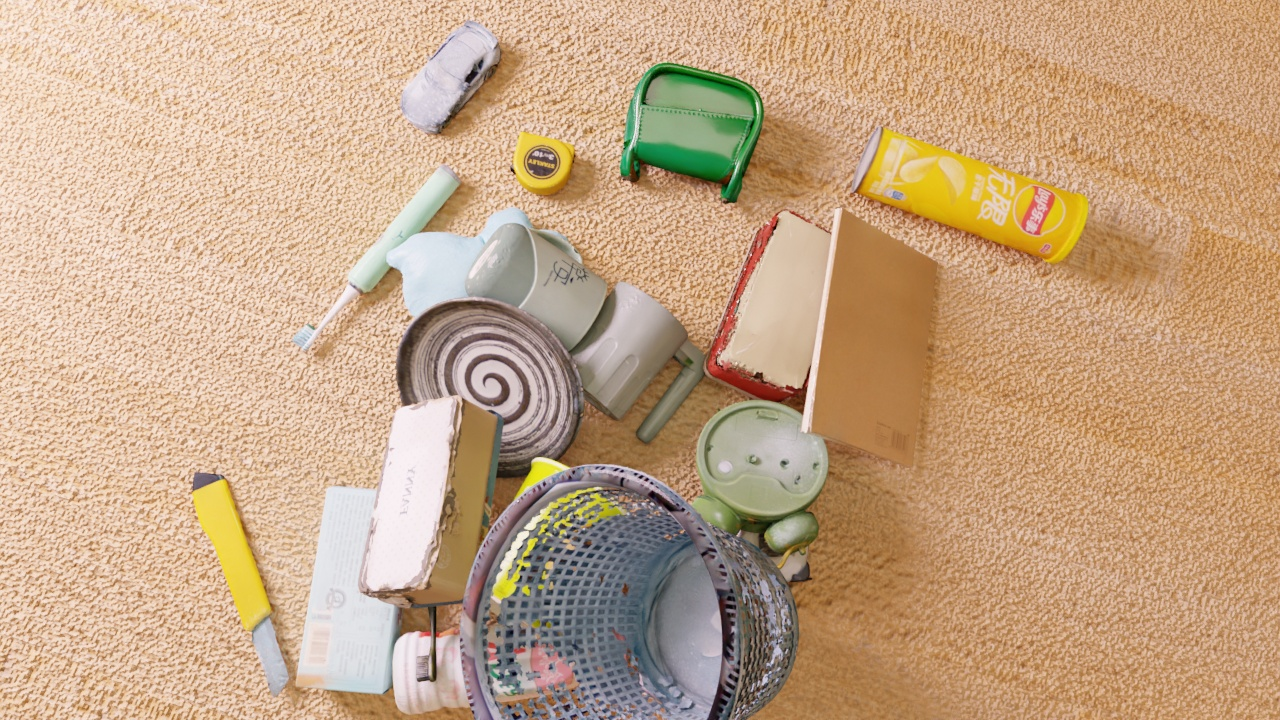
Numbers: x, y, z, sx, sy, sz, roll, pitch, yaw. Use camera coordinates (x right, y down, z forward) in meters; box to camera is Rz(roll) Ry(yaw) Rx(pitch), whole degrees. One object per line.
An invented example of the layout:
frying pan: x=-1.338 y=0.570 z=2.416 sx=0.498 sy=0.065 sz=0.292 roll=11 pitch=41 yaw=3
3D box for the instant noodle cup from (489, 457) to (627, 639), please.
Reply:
instant noodle cup: x=-0.082 y=0.165 z=0.781 sx=0.111 sy=0.112 sz=0.123 roll=35 pitch=66 yaw=4

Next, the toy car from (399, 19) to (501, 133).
toy car: x=-0.189 y=-0.282 z=0.912 sx=0.054 sy=0.037 sz=0.120 roll=36 pitch=83 yaw=4

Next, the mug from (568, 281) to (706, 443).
mug: x=-0.005 y=0.005 z=0.851 sx=0.124 sy=0.084 sz=0.103 roll=42 pitch=80 yaw=-20

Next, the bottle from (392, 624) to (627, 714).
bottle: x=-0.111 y=0.262 z=0.797 sx=0.197 sy=0.068 sz=0.068 roll=-4 pitch=79 yaw=-6

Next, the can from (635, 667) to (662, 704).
can: x=0.043 y=0.238 z=0.816 sx=0.053 sy=0.053 sz=0.134 roll=27 pitch=79 yaw=2

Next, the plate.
plate: x=-0.133 y=0.024 z=0.821 sx=0.179 sy=0.024 sz=0.180 roll=7 pitch=116 yaw=14

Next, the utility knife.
utility knife: x=-0.357 y=0.196 z=0.820 sx=0.033 sy=0.015 sz=0.215 roll=-23 pitch=79 yaw=-8

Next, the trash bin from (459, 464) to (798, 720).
trash bin: x=0.013 y=0.201 z=0.684 sx=0.227 sy=0.195 sz=0.226 roll=-8 pitch=74 yaw=31

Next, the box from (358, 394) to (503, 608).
box: x=-0.172 y=0.110 z=0.766 sx=0.090 sy=0.061 sz=0.184 roll=-12 pitch=56 yaw=33

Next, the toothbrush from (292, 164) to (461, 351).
toothbrush: x=-0.250 y=-0.097 z=0.878 sx=0.027 sy=0.026 sz=0.224 roll=41 pitch=79 yaw=-21

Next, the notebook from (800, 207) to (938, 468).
notebook: x=0.219 y=-0.018 z=0.854 sx=0.149 sy=0.012 sz=0.211 roll=20 pitch=75 yaw=-34

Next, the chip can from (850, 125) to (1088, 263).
chip can: x=0.319 y=-0.163 z=0.897 sx=0.213 sy=0.072 sz=0.072 roll=20 pitch=79 yaw=1

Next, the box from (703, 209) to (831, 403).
box: x=0.129 y=-0.052 z=0.848 sx=0.091 sy=0.077 sz=0.168 roll=25 pitch=71 yaw=-7

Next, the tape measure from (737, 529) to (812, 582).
tape measure: x=0.122 y=0.172 z=0.843 sx=0.066 sy=0.034 sz=0.065 roll=-2 pitch=78 yaw=-4

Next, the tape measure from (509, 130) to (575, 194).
tape measure: x=-0.096 y=-0.191 z=0.902 sx=0.060 sy=0.029 sz=0.057 roll=13 pitch=78 yaw=-1

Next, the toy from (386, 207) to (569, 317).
toy: x=-0.153 y=-0.081 z=0.869 sx=0.161 sy=0.050 sz=0.156 roll=32 pitch=73 yaw=-6

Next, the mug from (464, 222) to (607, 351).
mug: x=-0.092 y=-0.076 z=0.830 sx=0.106 sy=0.082 sz=0.111 roll=33 pitch=47 yaw=-19

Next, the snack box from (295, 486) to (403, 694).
snack box: x=-0.246 y=0.200 z=0.808 sx=0.074 sy=0.052 sz=0.174 roll=6 pitch=79 yaw=-4

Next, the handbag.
handbag: x=0.049 y=-0.222 z=0.901 sx=0.131 sy=0.068 sz=0.120 roll=15 pitch=86 yaw=-1

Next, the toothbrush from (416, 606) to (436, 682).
toothbrush: x=-0.186 y=0.186 z=0.798 sx=0.017 sy=0.012 sz=0.185 roll=-11 pitch=56 yaw=3

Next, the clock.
clock: x=0.104 y=0.112 z=0.817 sx=0.116 sy=0.056 sz=0.160 roll=8 pitch=55 yaw=6
